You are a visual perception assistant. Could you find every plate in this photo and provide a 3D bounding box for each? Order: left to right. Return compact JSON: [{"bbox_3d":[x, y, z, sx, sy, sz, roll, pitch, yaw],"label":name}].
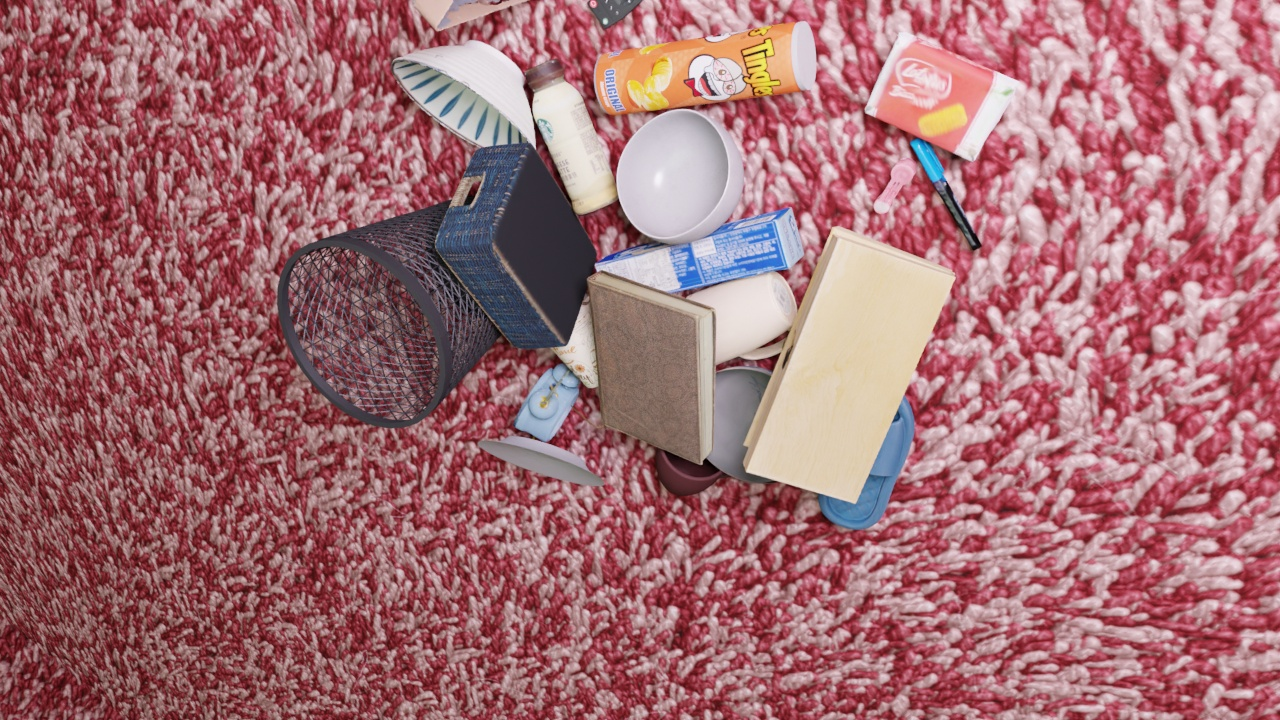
[{"bbox_3d":[-0.126,0.127,1.200,0.173,0.019,0.173,16,163,5],"label":"plate"}]

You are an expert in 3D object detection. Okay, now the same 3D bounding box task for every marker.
[{"bbox_3d":[0.293,-0.159,0.874,0.015,0.018,0.123,-26,103,37],"label":"marker"}]

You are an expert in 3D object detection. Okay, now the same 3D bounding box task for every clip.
[{"bbox_3d":[0.248,-0.172,0.894,0.022,0.038,0.059,32,125,4],"label":"clip"}]

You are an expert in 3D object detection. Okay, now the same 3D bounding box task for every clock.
[{"bbox_3d":[-0.114,0.051,1.157,0.051,0.088,0.125,33,142,3],"label":"clock"}]

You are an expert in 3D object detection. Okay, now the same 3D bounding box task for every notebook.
[{"bbox_3d":[-0.004,0.006,1.023,0.190,0.034,0.216,20,134,27],"label":"notebook"}]

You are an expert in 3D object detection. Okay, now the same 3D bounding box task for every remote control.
[{"bbox_3d":[-0.001,-0.380,0.909,0.125,0.010,0.039,-30,100,36],"label":"remote control"}]

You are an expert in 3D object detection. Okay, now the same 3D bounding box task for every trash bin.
[{"bbox_3d":[-0.246,-0.076,1.060,0.217,0.242,0.217,13,121,21],"label":"trash bin"}]

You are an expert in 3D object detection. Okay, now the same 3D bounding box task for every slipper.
[{"bbox_3d":[0.245,0.108,1.023,0.104,0.059,0.214,11,122,20],"label":"slipper"}]

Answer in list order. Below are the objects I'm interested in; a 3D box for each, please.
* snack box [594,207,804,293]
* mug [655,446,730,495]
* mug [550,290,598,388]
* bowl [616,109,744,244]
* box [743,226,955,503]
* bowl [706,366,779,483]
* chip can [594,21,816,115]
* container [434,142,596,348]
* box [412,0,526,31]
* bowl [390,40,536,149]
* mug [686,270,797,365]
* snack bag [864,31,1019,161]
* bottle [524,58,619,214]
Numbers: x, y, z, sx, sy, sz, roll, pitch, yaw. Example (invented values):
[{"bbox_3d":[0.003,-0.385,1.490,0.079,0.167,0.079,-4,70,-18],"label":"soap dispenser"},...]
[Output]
[{"bbox_3d":[0.061,-0.111,0.998,0.227,0.059,0.059,-10,108,31],"label":"snack box"},{"bbox_3d":[0.069,0.130,1.125,0.114,0.087,0.089,8,144,-9],"label":"mug"},{"bbox_3d":[-0.050,-0.033,1.102,0.122,0.081,0.097,-31,108,10],"label":"mug"},{"bbox_3d":[0.047,-0.185,0.946,0.132,0.064,0.131,-2,86,31],"label":"bowl"},{"bbox_3d":[0.203,0.008,0.910,0.140,0.122,0.249,26,108,17],"label":"box"},{"bbox_3d":[0.135,0.065,1.056,0.151,0.056,0.151,11,118,21],"label":"bowl"},{"bbox_3d":[0.061,-0.283,0.899,0.211,0.062,0.062,1,116,27],"label":"chip can"},{"bbox_3d":[-0.126,-0.120,0.996,0.071,0.145,0.187,-1,146,25],"label":"container"},{"bbox_3d":[-0.099,-0.376,0.836,0.154,0.215,0.058,-33,100,38],"label":"box"},{"bbox_3d":[-0.174,-0.294,0.992,0.177,0.177,0.070,27,81,12],"label":"bowl"},{"bbox_3d":[0.119,-0.042,1.000,0.105,0.085,0.111,-22,133,31],"label":"mug"},{"bbox_3d":[0.270,-0.238,0.831,0.116,0.036,0.077,29,126,11],"label":"snack bag"},{"bbox_3d":[-0.076,-0.243,0.997,0.057,0.056,0.162,-13,110,32],"label":"bottle"}]
